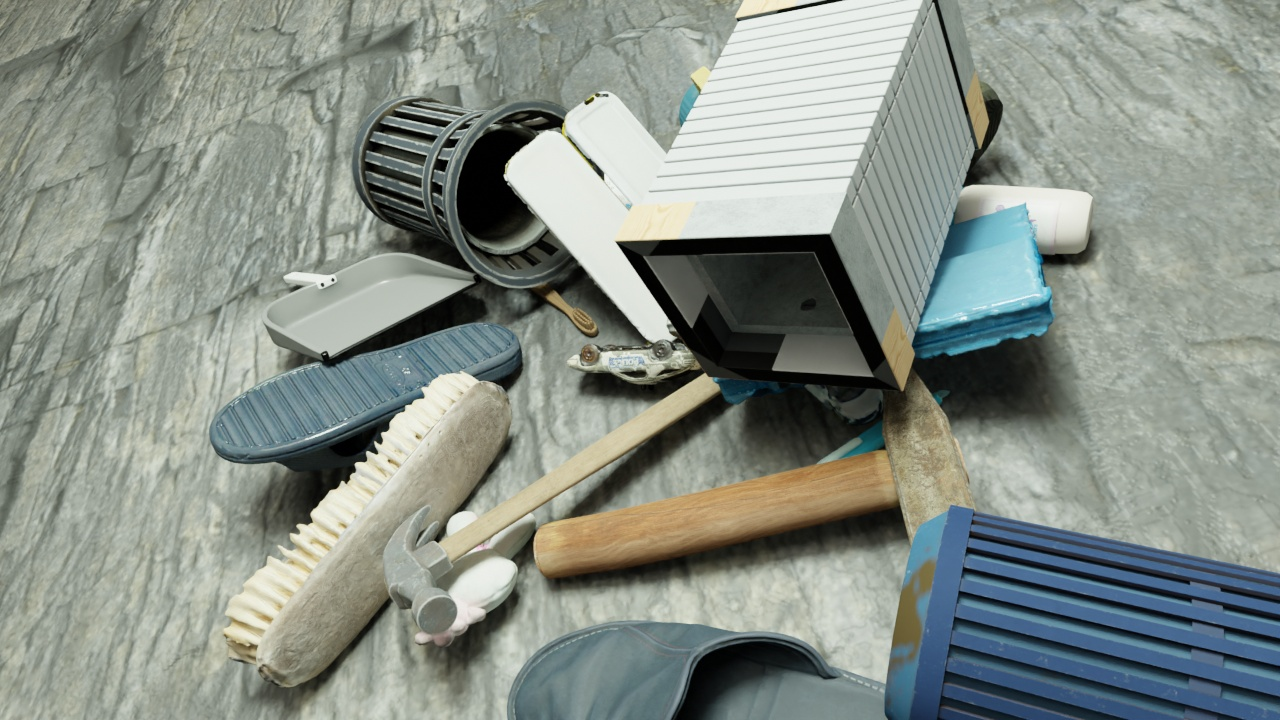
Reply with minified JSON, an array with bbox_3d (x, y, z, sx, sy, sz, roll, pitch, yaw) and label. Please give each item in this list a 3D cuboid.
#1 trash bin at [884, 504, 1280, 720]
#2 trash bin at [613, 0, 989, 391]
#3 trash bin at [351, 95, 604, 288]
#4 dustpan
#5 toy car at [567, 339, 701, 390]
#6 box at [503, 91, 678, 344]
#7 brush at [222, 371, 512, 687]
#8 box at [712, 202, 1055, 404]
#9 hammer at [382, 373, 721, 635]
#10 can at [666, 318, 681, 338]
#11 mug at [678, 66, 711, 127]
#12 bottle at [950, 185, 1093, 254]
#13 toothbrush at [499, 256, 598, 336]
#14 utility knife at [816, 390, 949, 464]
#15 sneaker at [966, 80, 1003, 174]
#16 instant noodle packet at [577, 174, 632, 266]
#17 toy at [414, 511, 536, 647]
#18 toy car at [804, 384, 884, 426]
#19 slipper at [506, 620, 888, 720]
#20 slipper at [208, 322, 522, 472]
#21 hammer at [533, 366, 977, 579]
[{"bbox_3d":[0.252,0.154,0.435,0.250,0.139,0.139,9,54,22],"label":"trash bin"},{"bbox_3d":[0.121,-0.125,0.618,0.143,0.142,0.246,4,56,37],"label":"trash bin"},{"bbox_3d":[-0.169,-0.177,0.888,0.164,0.164,0.228,-45,41,-20],"label":"trash bin"},{"bbox_3d":[-0.291,-0.064,0.897,0.162,0.033,0.258,-33,26,-32],"label":"dustpan"},{"bbox_3d":[-0.004,0.004,0.752,0.113,0.048,0.040,-2,88,24],"label":"toy car"},{"bbox_3d":[-0.008,-0.123,0.790,0.129,0.034,0.209,-41,92,-14],"label":"box"},{"bbox_3d":[-0.195,0.120,0.693,0.057,0.083,0.270,19,60,32],"label":"brush"},{"bbox_3d":[0.176,-0.049,0.685,0.232,0.033,0.174,-16,27,25],"label":"box"},{"bbox_3d":[-0.040,0.074,0.676,0.330,0.031,0.119,-33,27,-21],"label":"hammer"},{"bbox_3d":[0.059,-0.083,0.752,0.054,0.054,0.135,9,83,27],"label":"can"},{"bbox_3d":[0.084,-0.231,0.878,0.083,0.113,0.107,-33,43,9],"label":"mug"},{"bbox_3d":[0.283,-0.116,0.741,0.146,0.051,0.051,10,54,28],"label":"bottle"},{"bbox_3d":[-0.090,-0.066,0.867,0.016,0.016,0.167,-38,47,-15],"label":"toothbrush"},{"bbox_3d":[0.176,0.051,0.658,0.116,0.015,0.022,-31,30,-8],"label":"utility knife"},{"bbox_3d":[0.183,-0.185,0.809,0.238,0.101,0.142,-29,52,3],"label":"sneaker"},{"bbox_3d":[-0.050,-0.150,0.918,0.087,0.026,0.134,-31,46,-7],"label":"instant noodle packet"},{"bbox_3d":[-0.122,0.158,0.660,0.076,0.037,0.125,-10,33,19],"label":"toy"},{"bbox_3d":[0.148,0.014,0.694,0.038,0.027,0.090,-32,46,-11],"label":"toy car"},{"bbox_3d":[0.034,0.200,0.534,0.266,0.083,0.108,2,53,25],"label":"slipper"},{"bbox_3d":[-0.220,0.045,0.781,0.263,0.083,0.101,-21,38,-25],"label":"slipper"},{"bbox_3d":[0.065,0.097,0.628,0.301,0.037,0.157,-16,44,15],"label":"hammer"}]
